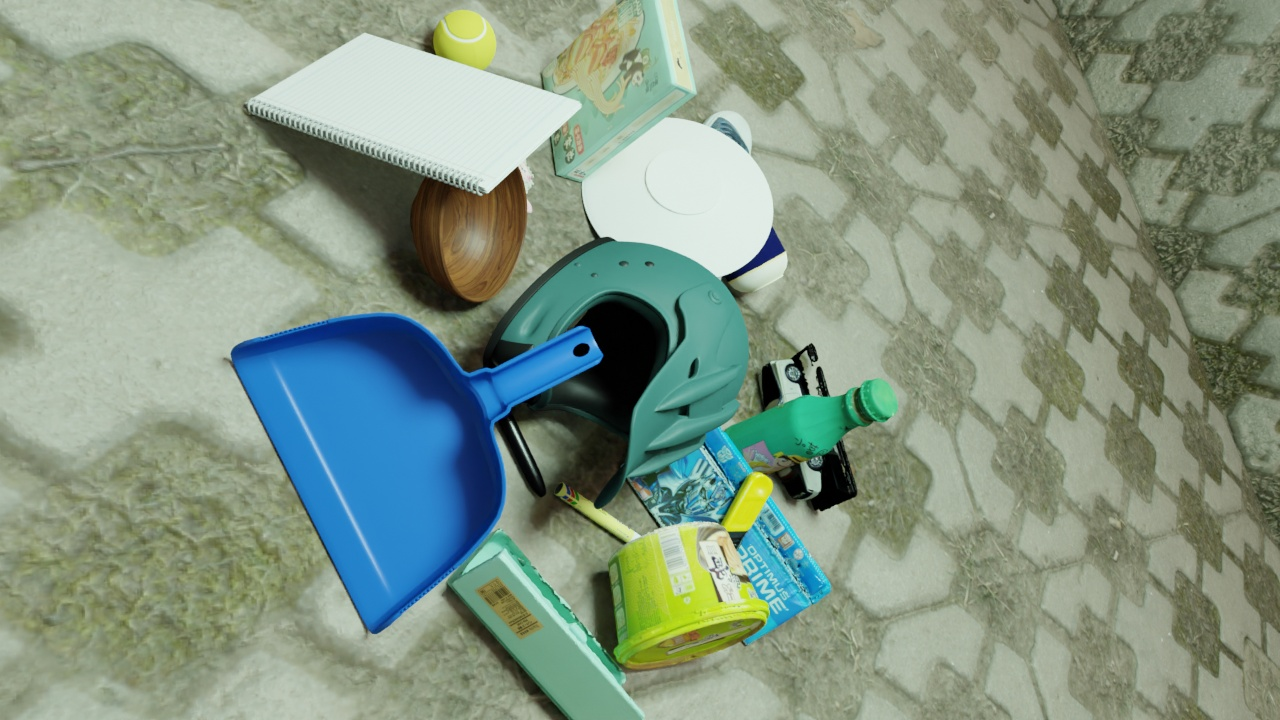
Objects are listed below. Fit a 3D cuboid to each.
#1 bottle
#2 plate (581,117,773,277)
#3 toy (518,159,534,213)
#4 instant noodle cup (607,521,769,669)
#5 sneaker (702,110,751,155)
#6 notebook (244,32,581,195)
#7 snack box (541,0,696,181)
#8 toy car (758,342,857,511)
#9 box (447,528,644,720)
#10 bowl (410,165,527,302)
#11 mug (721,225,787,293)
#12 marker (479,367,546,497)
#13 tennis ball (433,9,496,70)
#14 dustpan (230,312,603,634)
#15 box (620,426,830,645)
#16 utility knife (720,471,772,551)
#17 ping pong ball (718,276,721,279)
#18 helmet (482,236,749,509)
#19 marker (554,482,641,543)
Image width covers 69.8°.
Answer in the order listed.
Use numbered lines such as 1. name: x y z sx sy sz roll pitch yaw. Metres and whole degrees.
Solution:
1. bottle: 0.180 0.073 0.994 0.068 0.210 0.068 20 57 -35
2. plate: 0.048 -0.199 1.063 0.229 0.030 0.229 4 64 -9
3. toy: -0.145 -0.185 0.952 0.095 0.041 0.109 -5 79 -45
4. instant noodle cup: 0.037 0.215 0.848 0.146 0.147 0.097 8 52 -40
5. sneaker: 0.108 -0.258 1.190 0.087 0.079 0.234 44 46 -17
6. notebook: -0.203 -0.233 0.836 0.246 0.013 0.177 21 45 13
7. snack box: -0.029 -0.304 1.004 0.044 0.194 0.141 9 64 -42
8. toy car: 0.186 0.084 1.098 0.071 0.094 0.191 -4 71 -22
9. box: -0.067 0.227 0.774 0.188 0.093 0.076 52 45 -9
10. bowl: -0.173 -0.132 0.862 0.147 0.069 0.147 12 90 -69
11. mug: 0.126 -0.128 1.149 0.111 0.086 0.089 -29 93 -11
12. marker: -0.119 0.066 0.860 0.134 0.018 0.015 64 24 3
13. tennis ball: -0.185 -0.335 0.969 0.065 0.065 0.065 20 57 -35
14. dustpan: -0.150 0.044 0.719 0.257 0.060 0.245 -27 88 -14
15. box: 0.084 0.172 0.982 0.115 0.094 0.243 -36 96 -5
16. utility knife: 0.082 0.190 0.923 0.029 0.020 0.172 32 84 -8
17. ping pong ball: 0.078 -0.103 1.112 0.040 0.040 0.040 20 57 -35
18. helmet: -0.005 0.005 0.851 0.200 0.177 0.273 33 38 14
19. marker: -0.030 0.160 0.899 0.132 0.014 0.014 38 48 -22
